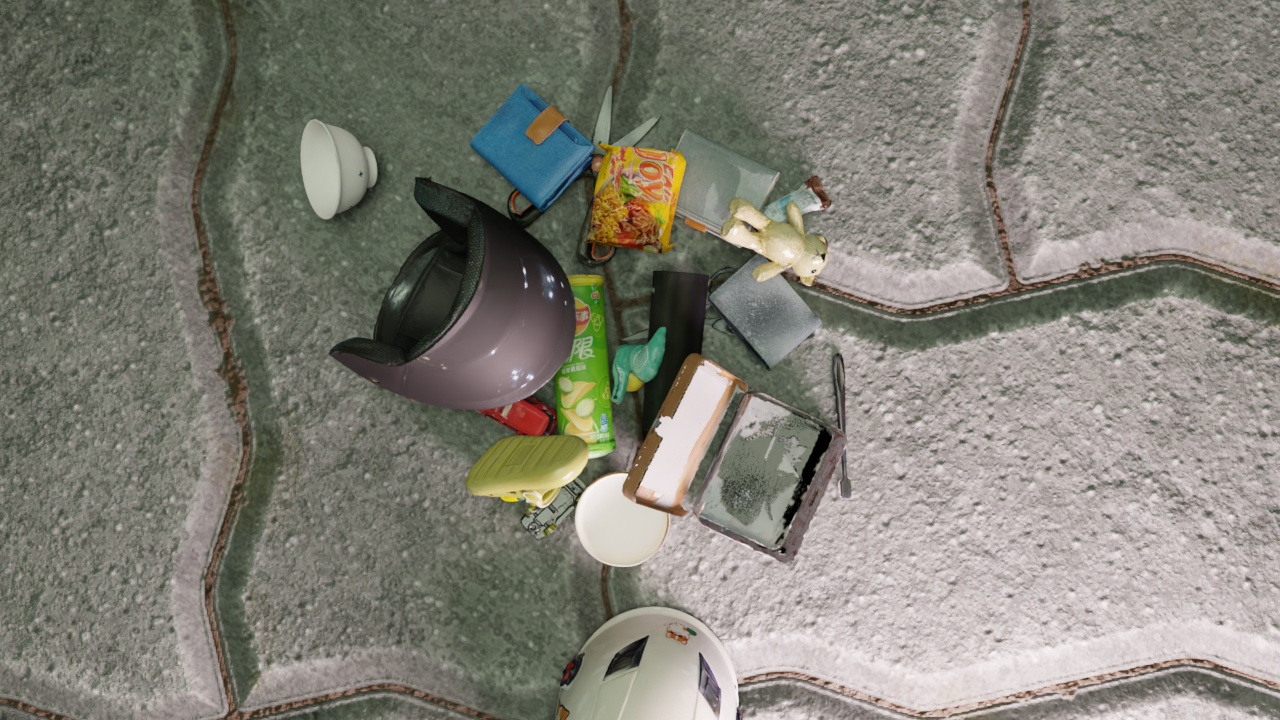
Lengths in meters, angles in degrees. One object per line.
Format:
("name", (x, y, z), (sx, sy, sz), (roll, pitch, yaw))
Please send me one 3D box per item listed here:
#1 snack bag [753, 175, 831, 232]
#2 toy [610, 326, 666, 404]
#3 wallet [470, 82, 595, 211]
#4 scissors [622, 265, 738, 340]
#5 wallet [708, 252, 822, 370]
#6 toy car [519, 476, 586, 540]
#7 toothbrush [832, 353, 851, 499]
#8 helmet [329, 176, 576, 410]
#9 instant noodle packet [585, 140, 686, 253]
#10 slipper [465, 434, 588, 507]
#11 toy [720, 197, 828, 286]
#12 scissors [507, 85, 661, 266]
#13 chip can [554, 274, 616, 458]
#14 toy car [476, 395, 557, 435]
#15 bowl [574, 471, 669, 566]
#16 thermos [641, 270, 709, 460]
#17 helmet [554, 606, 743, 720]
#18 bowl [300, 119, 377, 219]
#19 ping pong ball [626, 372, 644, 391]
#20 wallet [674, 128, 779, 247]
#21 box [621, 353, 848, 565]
("snack bag", (0.183, -0.189, 1.136), (0.105, 0.026, 0.045), (-27, 81, 0))
("toy", (-0.006, 0.006, 1.082), (0.030, 0.092, 0.096), (20, 81, -33))
("wallet", (-0.132, -0.263, 1.128), (0.133, 0.040, 0.106), (44, 94, 13))
("scissors", (0.070, -0.047, 1.144), (0.166, 0.014, 0.163), (22, 90, 2))
("wallet", (0.153, -0.062, 1.127), (0.097, 0.019, 0.121), (-41, 91, -19))
("toy car", (-0.106, 0.179, 1.134), (0.090, 0.035, 0.042), (-44, 90, -5))
("toothbrush", (0.249, 0.081, 1.139), (0.015, 0.018, 0.181), (-2, 87, -7))
("helmet", (-0.205, -0.057, 1.042), (0.230, 0.275, 0.233), (30, 80, -25))
("instant noodle packet", (-0.006, -0.199, 1.109), (0.111, 0.044, 0.128), (9, 89, 3))
("slipper", (-0.127, 0.139, 1.080), (0.091, 0.191, 0.081), (-49, 117, -41))
("toy", (0.162, -0.145, 1.094), (0.157, 0.066, 0.105), (21, 88, -30))
("scissors", (-0.069, -0.227, 1.144), (0.225, 0.021, 0.221), (-9, 90, 2))
("chip can", (-0.072, 0.009, 1.116), (0.072, 0.072, 0.221), (-4, 90, 1))
("toy car", (-0.160, 0.057, 1.132), (0.120, 0.045, 0.053), (28, 88, 3))
("bowl", (-0.021, 0.189, 1.119), (0.113, 0.062, 0.113), (0, 89, 2))
("thermos", (0.042, 0.015, 1.100), (0.068, 0.090, 0.242), (3, 93, -7))
("helmet", (0.006, 0.439, 1.069), (0.230, 0.157, 0.274), (20, 90, 1))
("bowl", (-0.362, -0.234, 1.121), (0.064, 0.119, 0.118), (-12, 89, -38))
("ping pong ball", (-0.013, 0.018, 1.131), (0.040, 0.040, 0.040), (0, 89, 1))
("wallet", (0.091, -0.210, 1.131), (0.130, 0.037, 0.106), (28, 97, 11))
("box", (0.107, 0.114, 1.076), (0.272, 0.130, 0.179), (26, 89, -28))
